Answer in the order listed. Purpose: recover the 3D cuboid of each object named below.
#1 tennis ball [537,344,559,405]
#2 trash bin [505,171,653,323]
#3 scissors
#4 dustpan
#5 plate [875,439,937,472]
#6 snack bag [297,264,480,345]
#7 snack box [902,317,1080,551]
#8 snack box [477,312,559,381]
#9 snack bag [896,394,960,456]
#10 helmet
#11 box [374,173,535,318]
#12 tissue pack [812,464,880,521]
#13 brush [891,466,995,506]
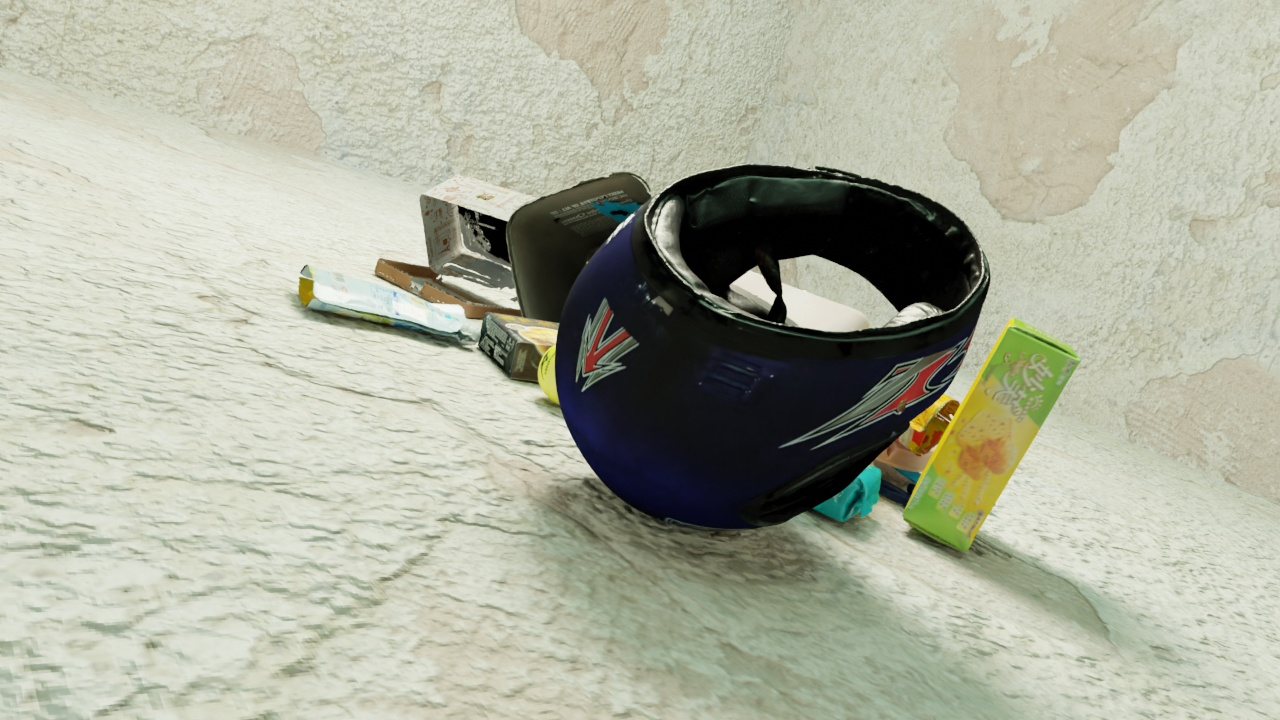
[{"bbox_3d":[-0.067,0.013,0.897,0.065,0.065,0.065,18,11,-4],"label":"tennis ball"},{"bbox_3d":[-0.033,-0.113,1.199,0.199,0.198,0.219,-14,-6,16],"label":"trash bin"},{"bbox_3d":[0.316,0.162,0.966,0.166,0.012,0.156,25,13,24],"label":"scissors"},{"bbox_3d":[0.119,0.018,0.937,0.223,0.274,0.138,23,40,37],"label":"dustpan"},{"bbox_3d":[0.260,0.049,1.094,0.229,0.028,0.229,24,23,-11],"label":"plate"},{"bbox_3d":[-0.266,-0.057,0.989,0.190,0.039,0.110,15,6,-32],"label":"snack bag"},{"bbox_3d":[0.342,0.067,0.898,0.070,0.210,0.157,30,16,17],"label":"snack box"},{"bbox_3d":[-0.101,-0.007,1.006,0.125,0.053,0.113,7,15,-30],"label":"snack box"},{"bbox_3d":[0.250,0.024,1.034,0.208,0.073,0.128,37,24,35],"label":"snack bag"},{"bbox_3d":[0.088,0.001,0.695,0.314,0.241,0.247,-12,51,-31],"label":"helmet"},{"bbox_3d":[-0.244,-0.134,1.239,0.183,0.155,0.186,21,39,25],"label":"box"},{"bbox_3d":[0.162,0.106,0.869,0.133,0.050,0.093,24,10,24],"label":"tissue pack"},{"bbox_3d":[0.296,0.125,1.069,0.254,0.046,0.083,22,6,-7],"label":"brush"}]
